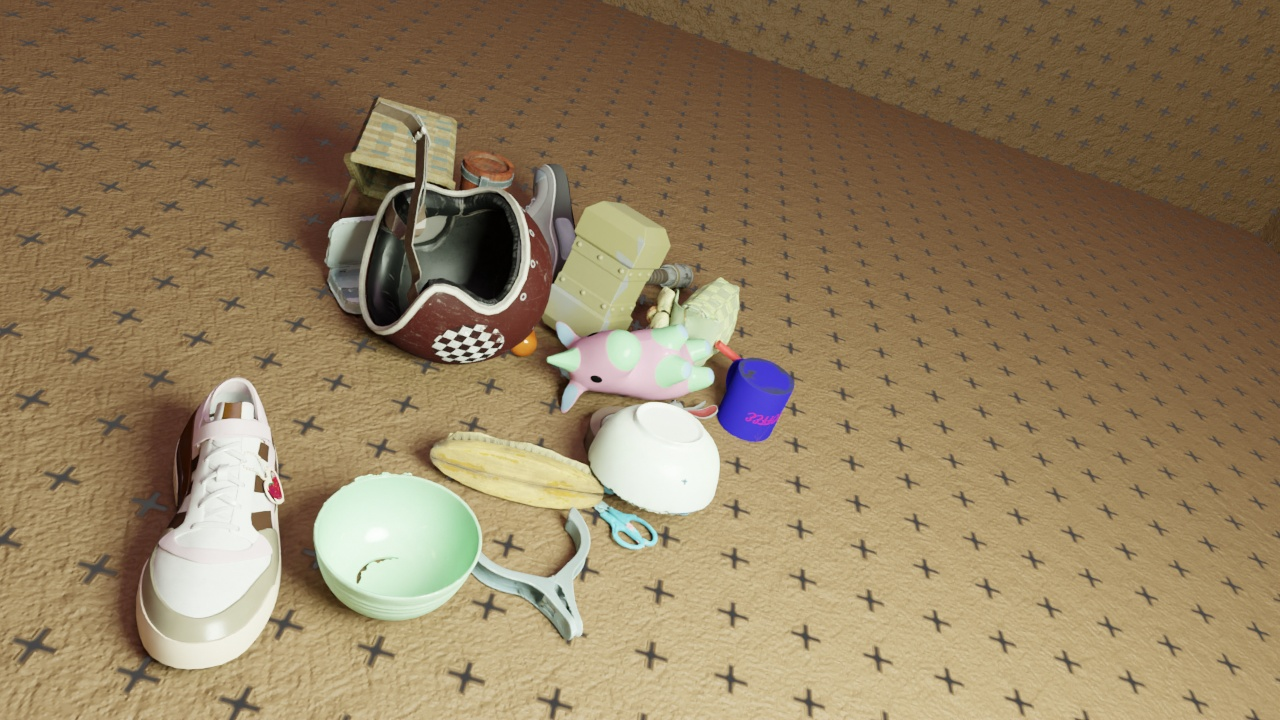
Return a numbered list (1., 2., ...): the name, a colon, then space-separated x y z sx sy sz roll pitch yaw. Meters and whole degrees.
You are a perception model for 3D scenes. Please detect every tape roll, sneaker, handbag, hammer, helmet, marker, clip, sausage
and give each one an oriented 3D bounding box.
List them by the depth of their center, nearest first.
1. sneaker: -0.373 0.126 0.821 0.111 0.117 0.293 8 36 -19
2. clip: -0.126 0.204 0.930 0.164 0.031 0.168 11 33 -11
3. helmet: -0.234 -0.119 1.128 0.253 0.234 0.233 13 42 -40
4. tape roll: -0.021 0.098 1.131 0.093 0.030 0.093 14 34 -10
5. sausage: -0.168 -0.063 1.266 0.039 0.045 0.164 17 35 -25
6. marker: 0.159 0.017 1.307 0.142 0.013 0.012 39 28 -22
7. handbag: 0.072 -0.060 1.339 0.117 0.113 0.185 29 31 15
8. hammer: 0.002 -0.126 1.372 0.101 0.190 0.324 34 19 19
9. sneaker: -0.184 -0.212 1.418 0.160 0.093 0.256 -2 49 -15

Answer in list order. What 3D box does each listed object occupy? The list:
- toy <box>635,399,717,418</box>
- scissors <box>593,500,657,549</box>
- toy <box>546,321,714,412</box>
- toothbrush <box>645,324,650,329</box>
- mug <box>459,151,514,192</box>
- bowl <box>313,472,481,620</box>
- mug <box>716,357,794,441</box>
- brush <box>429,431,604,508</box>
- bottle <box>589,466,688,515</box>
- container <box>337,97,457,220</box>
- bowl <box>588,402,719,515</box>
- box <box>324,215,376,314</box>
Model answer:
1. toy: 0.044 0.067 1.210 0.111 0.030 0.049 0 11 -25
2. scissors: -0.040 0.170 1.040 0.136 0.015 0.055 32 33 27
3. toy: -0.007 0.007 1.203 0.222 0.171 0.120 22 60 -60
4. toothbrush: -0.028 -0.016 1.302 0.016 0.018 0.180 31 35 21
5. mug: -0.249 -0.250 1.428 0.081 0.111 0.117 14 34 -11
6. bowl: -0.229 0.184 0.854 0.151 0.077 0.150 14 34 -10
7. mug: 0.150 0.043 1.253 0.079 0.084 0.111 2 38 -26
8. brush: -0.135 0.121 1.012 0.195 0.059 0.043 15 23 -7
9. bottle: -0.002 0.145 1.066 0.130 0.040 0.040 17 34 -6
10. container: -0.346 -0.250 1.335 0.157 0.186 0.250 13 -4 -12
11. bowl: 0.023 0.099 1.041 0.153 0.073 0.153 15 26 -8
12. box: -0.312 -0.124 1.242 0.210 0.130 0.105 -14 55 -33
